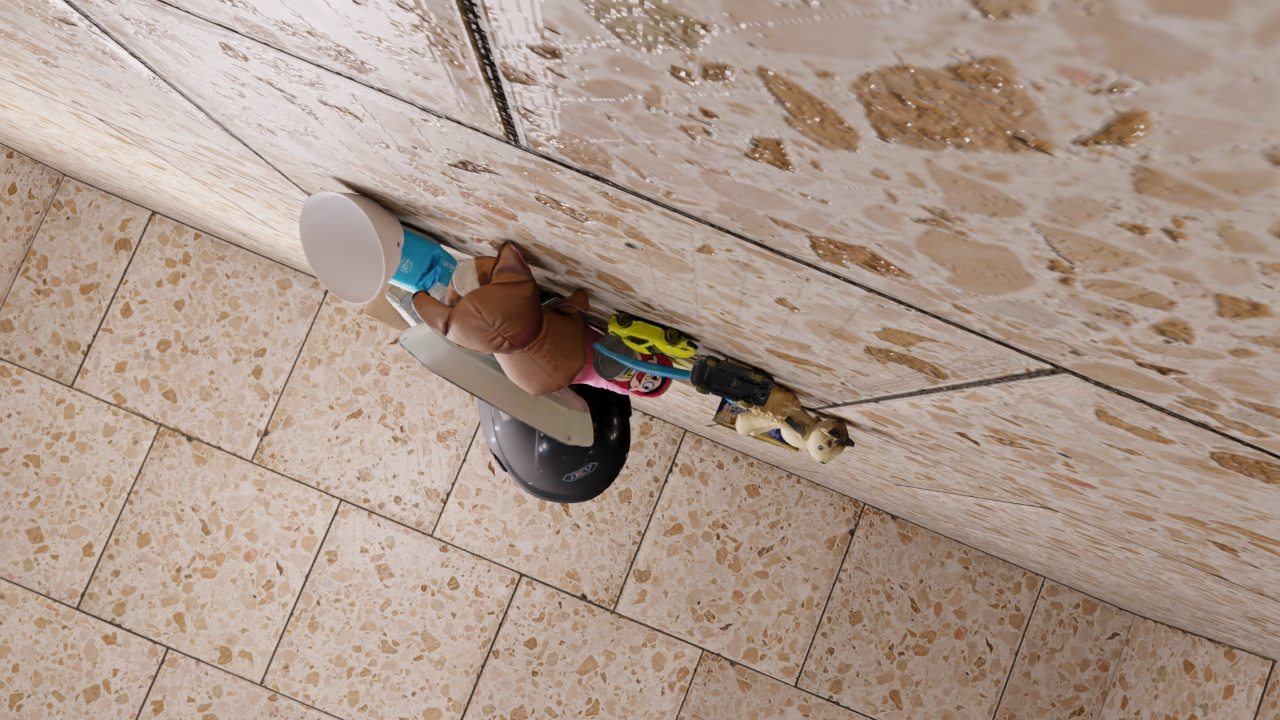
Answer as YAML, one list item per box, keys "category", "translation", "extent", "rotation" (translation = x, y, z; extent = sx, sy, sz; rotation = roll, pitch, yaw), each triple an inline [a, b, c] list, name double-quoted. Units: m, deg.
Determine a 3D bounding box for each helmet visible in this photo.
- category: "helmet"
  translation: [-0.133, 0.078, 1.419]
  extent: [0.230, 0.233, 0.274]
  rotation: [83, 161, -67]

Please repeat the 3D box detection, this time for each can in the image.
- category: "can"
  translation: [0.174, 0.089, 1.339]
  extent: [0.148, 0.049, 0.074]
  rotation: [17, 173, 44]
- category: "can"
  translation: [-0.007, 0.007, 1.167]
  extent: [0.067, 0.066, 0.093]
  rotation: [18, 173, 42]

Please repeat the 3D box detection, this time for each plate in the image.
- category: "plate"
  translation: [-0.164, 0.021, 1.113]
  extent: [0.265, 0.034, 0.162]
  rotation: [30, -171, -10]

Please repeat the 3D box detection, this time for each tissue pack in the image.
- category: "tissue pack"
  translation: [-0.274, -0.120, 1.021]
  extent: [0.140, 0.063, 0.090]
  rotation: [23, 177, 7]

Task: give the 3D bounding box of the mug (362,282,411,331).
- category: "mug"
  translation: [-0.308, -0.086, 1.278]
  extent: [0.124, 0.103, 0.084]
  rotation: [24, 175, -21]

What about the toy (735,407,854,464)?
- category: "toy"
  translation: [0.195, 0.091, 1.181]
  extent: [0.157, 0.066, 0.105]
  rotation: [9, 173, 41]

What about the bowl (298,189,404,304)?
- category: "bowl"
  translation: [-0.282, -0.123, 0.935]
  extent: [0.118, 0.118, 0.064]
  rotation: [20, -148, 24]

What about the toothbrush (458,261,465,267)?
- category: "toothbrush"
  translation: [-0.216, -0.105, 1.178]
  extent: [0.021, 0.029, 0.189]
  rotation: [63, 175, 0]

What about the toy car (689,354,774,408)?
- category: "toy car"
  translation: [0.099, 0.021, 1.007]
  extent: [0.090, 0.042, 0.035]
  rotation: [17, -163, -3]

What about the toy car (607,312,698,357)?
- category: "toy car"
  translation: [0.012, -0.023, 0.988]
  extent: [0.105, 0.032, 0.048]
  rotation: [18, 173, 26]

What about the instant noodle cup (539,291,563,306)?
- category: "instant noodle cup"
  translation: [-0.149, -0.043, 1.101]
  extent: [0.120, 0.111, 0.111]
  rotation: [26, 178, 32]

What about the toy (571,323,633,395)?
- category: "toy"
  translation: [-0.089, -0.017, 1.228]
  extent: [0.178, 0.075, 0.194]
  rotation: [44, -163, 31]

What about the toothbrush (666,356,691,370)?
- category: "toothbrush"
  translation: [0.064, 0.015, 1.223]
  extent: [0.190, 0.016, 0.015]
  rotation: [21, 174, 18]

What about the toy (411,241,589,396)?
- category: "toy"
  translation: [-0.131, -0.048, 0.926]
  extent: [0.130, 0.140, 0.199]
  rotation: [60, -168, 28]

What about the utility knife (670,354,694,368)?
- category: "utility knife"
  translation: [0.086, 0.017, 1.147]
  extent: [0.207, 0.021, 0.031]
  rotation: [21, 171, -11]

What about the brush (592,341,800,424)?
- category: "brush"
  translation: [0.065, 0.022, 1.087]
  extent: [0.254, 0.046, 0.083]
  rotation: [16, 178, 2]

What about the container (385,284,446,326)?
- category: "container"
  translation: [-0.264, -0.068, 1.208]
  extent: [0.114, 0.090, 0.090]
  rotation: [50, 168, -31]
